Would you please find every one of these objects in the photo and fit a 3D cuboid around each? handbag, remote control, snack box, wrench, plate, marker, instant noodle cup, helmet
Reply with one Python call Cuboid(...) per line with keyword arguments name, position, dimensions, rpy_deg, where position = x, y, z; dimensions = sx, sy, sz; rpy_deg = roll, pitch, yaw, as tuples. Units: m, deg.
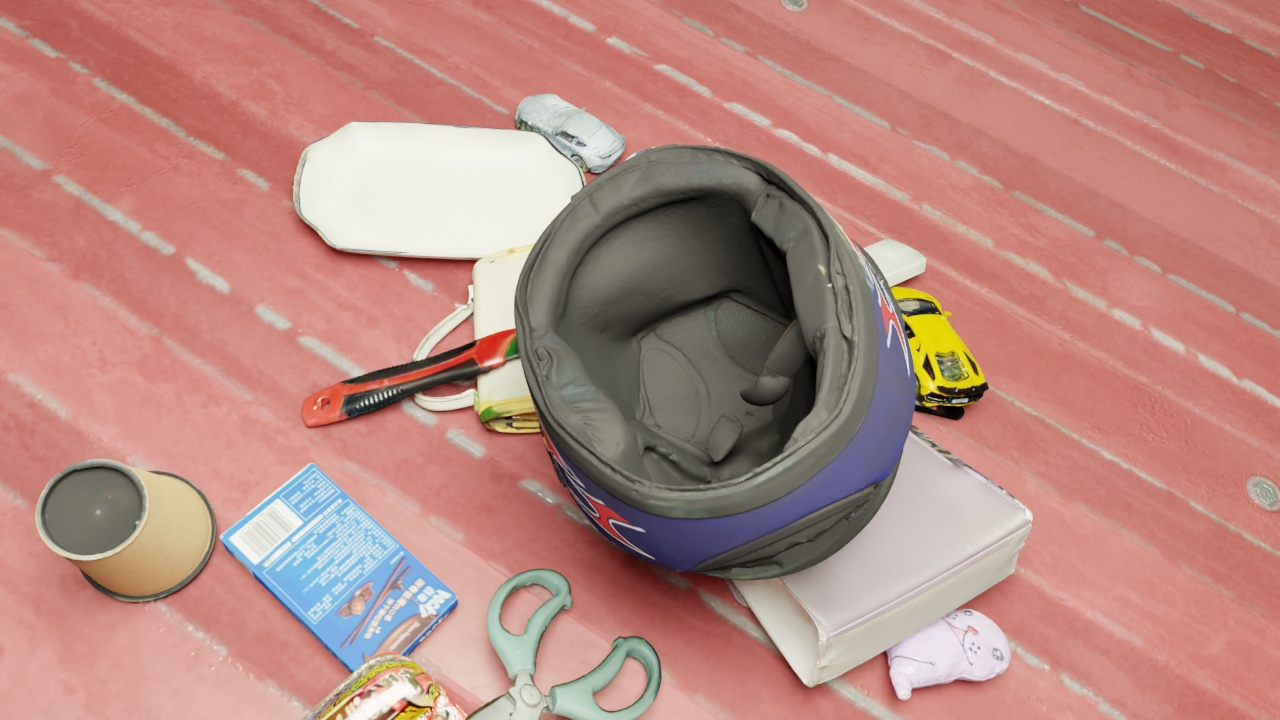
Cuboid(name="handbag", position=(0.171, 0.140, 0.707), dimensions=(0.196, 0.099, 0.145), rpy_deg=(-20, 48, -20))
Cuboid(name="remote control", position=(0.211, -0.082, 0.890), dimensions=(0.135, 0.019, 0.056), rpy_deg=(-23, 38, -23))
Cuboid(name="handbag", position=(-0.109, -0.015, 0.783), dimensions=(0.179, 0.063, 0.163), rpy_deg=(-10, 59, 1))
Cuboid(name="snack box", position=(-0.218, 0.154, 0.667), dimensions=(0.157, 0.026, 0.084), rpy_deg=(39, 60, 14))
Cuboid(name="wrench", position=(-0.144, -0.004, 0.742), dimensions=(0.273, 0.016, 0.056), rpy_deg=(-22, 59, -2))
Cuboid(name="plate", position=(-0.183, -0.152, 0.861), dimensions=(0.265, 0.034, 0.161), rpy_deg=(1, 59, -11))
Cuboid(name="marker", position=(0.236, 0.034, 0.836), dimensions=(0.124, 0.015, 0.018), rpy_deg=(14, 60, -5))
Cuboid(name="instant noodle cup", position=(-0.152, 0.298, 0.558), dimensions=(0.189, 0.079, 0.164), rpy_deg=(42, 61, 17))
Cuboid(name="helmet", position=(0.059, 0.023, 0.600), dimensions=(0.247, 0.240, 0.315), rpy_deg=(-28, 44, 6))

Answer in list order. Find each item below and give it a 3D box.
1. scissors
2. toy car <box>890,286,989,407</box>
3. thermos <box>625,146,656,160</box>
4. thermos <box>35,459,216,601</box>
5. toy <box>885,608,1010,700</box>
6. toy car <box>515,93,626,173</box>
Cuboid(name="scissors", position=(-0.047, 0.219, 0.626), dimensions=(0.169, 0.019, 0.177), rpy_deg=(26, 28, -6))
Cuboid(name="toy car", position=(0.262, -0.018, 0.850), dimensions=(0.071, 0.041, 0.155), rpy_deg=(-3, 48, -15))
Cuboid(name="thermos", position=(0.033, -0.097, 0.827), dimensions=(0.073, 0.073, 0.224), rpy_deg=(-6, 50, -14))
Cuboid(name="thermos", position=(-0.342, 0.109, 0.610), dimensions=(0.093, 0.143, 0.093), rpy_deg=(4, 70, -12))
Cuboid(name="toy", position=(0.230, 0.219, 0.705), dimensions=(0.108, 0.039, 0.083), rpy_deg=(-4, 37, -11))
Cuboid(name="toy car", position=(-0.072, -0.236, 0.935), dimensions=(0.120, 0.037, 0.054), rpy_deg=(32, 58, 14))
